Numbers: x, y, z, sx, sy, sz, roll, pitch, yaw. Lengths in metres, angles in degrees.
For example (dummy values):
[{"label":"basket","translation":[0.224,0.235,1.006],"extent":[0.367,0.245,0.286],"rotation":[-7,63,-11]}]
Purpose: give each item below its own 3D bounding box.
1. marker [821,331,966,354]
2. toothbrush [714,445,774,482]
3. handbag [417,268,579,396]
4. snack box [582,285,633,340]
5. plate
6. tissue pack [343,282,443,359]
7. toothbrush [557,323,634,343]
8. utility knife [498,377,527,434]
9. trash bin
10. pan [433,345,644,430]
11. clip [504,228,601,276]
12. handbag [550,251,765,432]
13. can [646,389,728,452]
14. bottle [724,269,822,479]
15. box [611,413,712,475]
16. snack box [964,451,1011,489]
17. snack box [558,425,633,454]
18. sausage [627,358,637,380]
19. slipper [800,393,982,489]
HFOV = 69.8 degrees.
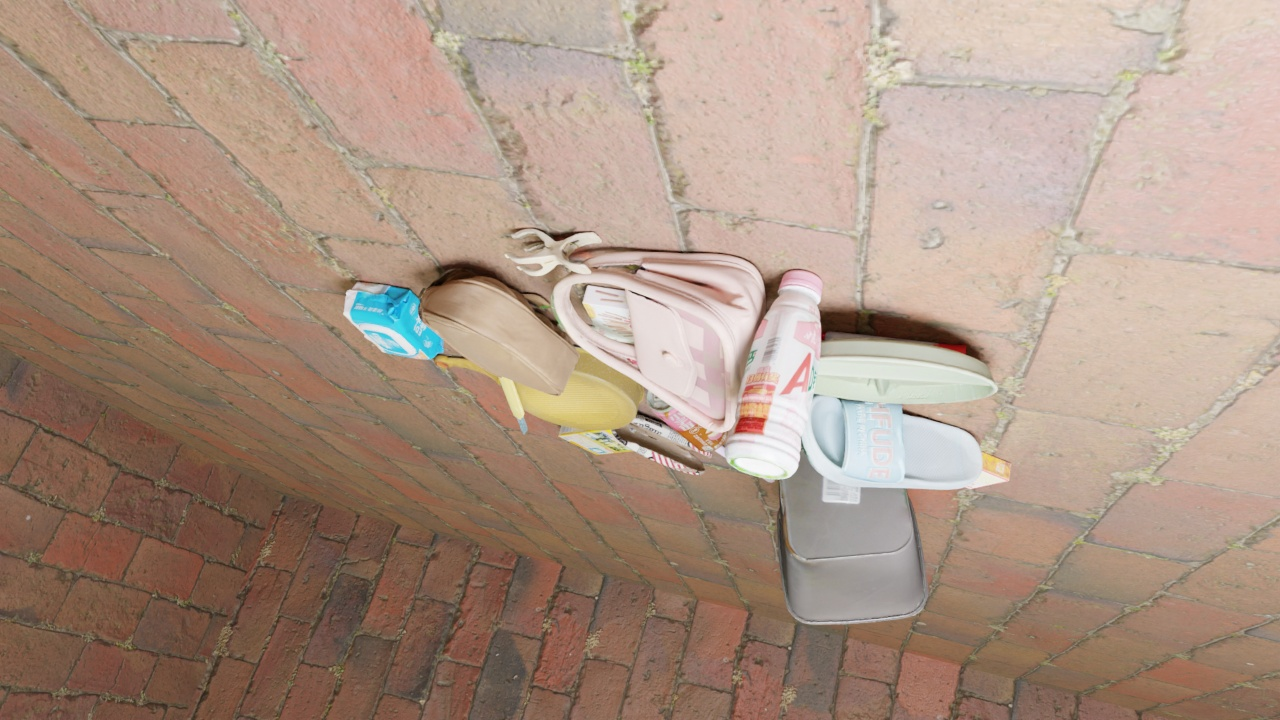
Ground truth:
[{"label":"marker","translation":[0.261,-0.016,0.951],"extent":[0.145,0.017,0.017],"rotation":[7,157,23]},{"label":"toothbrush","translation":[0.144,0.148,1.445],"extent":[0.189,0.021,0.029],"rotation":[32,-173,-31]},{"label":"handbag","translation":[-0.167,-0.036,1.116],"extent":[0.148,0.099,0.204],"rotation":[15,162,34]},{"label":"snack box","translation":[0.018,-0.045,1.046],"extent":[0.157,0.026,0.085],"rotation":[9,158,16]},{"label":"plate","translation":[0.249,0.013,0.956],"extent":[0.230,0.027,0.230],"rotation":[6,169,1]},{"label":"tissue pack","translation":[-0.332,-0.050,1.244],"extent":[0.090,0.063,0.140],"rotation":[10,158,18]},{"label":"toothbrush","translation":[-0.015,-0.025,1.131],"extent":[0.190,0.020,0.029],"rotation":[12,-159,16]},{"label":"utility knife","translation":[-0.186,0.024,1.248],"extent":[0.031,0.019,0.177],"rotation":[4,113,50]},{"label":"trash bin","translation":[0.271,0.219,1.209],"extent":[0.199,0.198,0.220],"rotation":[-8,148,11]},{"label":"pan","translation":[-0.163,0.027,1.338],"extent":[0.358,0.078,0.198],"rotation":[-1,149,25]},{"label":"clip","translation":[-0.093,-0.102,0.941],"extent":[0.104,0.076,0.034],"rotation":[17,162,32]},{"label":"handbag","translation":[0.014,-0.034,0.964],"extent":[0.234,0.093,0.194],"rotation":[18,145,19]},{"label":"can","translation":[0.066,0.075,1.265],"extent":[0.058,0.057,0.147],"rotation":[2,154,35]},{"label":"bottle","translation":[0.132,0.009,0.858],"extent":[0.068,0.196,0.068],"rotation":[14,159,6]},{"label":"box","translation":[0.037,0.115,1.414],"extent":[0.163,0.076,0.075],"rotation":[24,-165,-10]},{"label":"snack box","translation":[0.391,0.126,1.192],"extent":[0.155,0.027,0.077],"rotation":[22,158,-12]},{"label":"snack box","translation":[-0.063,0.124,1.521],"extent":[0.087,0.033,0.141],"rotation":[30,157,-30]},{"label":"sausage","translation":[-0.007,0.007,1.173],"extent":[0.020,0.020,0.156],"rotation":[15,169,3]},{"label":"slipper","translation":[0.300,0.098,1.081],"extent":[0.245,0.104,0.074],"rotation":[11,157,-13]}]
